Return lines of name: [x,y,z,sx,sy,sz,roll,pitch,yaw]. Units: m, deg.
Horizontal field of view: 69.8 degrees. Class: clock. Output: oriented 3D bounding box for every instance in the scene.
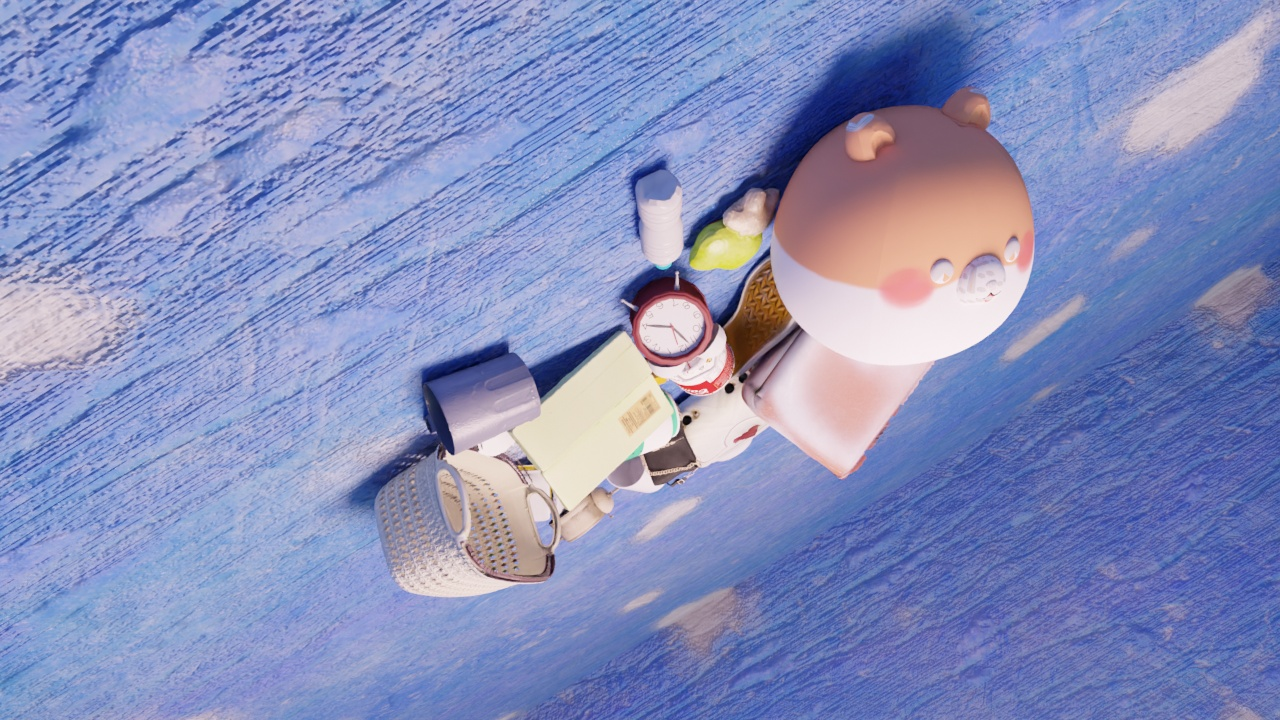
clock: [0.040,-0.036,1.048,0.096,0.048,0.137,-26,115,9]
clock: [-0.083,0.244,1.477,0.141,0.054,0.092,-37,-177,21]

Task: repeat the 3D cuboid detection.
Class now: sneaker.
sneaker: [0.167,-0.058,1.194,0.079,0.087,0.236,-26,160,-40]

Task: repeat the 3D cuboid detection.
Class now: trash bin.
trash bin: [0.260,-0.003,1.186,0.260,0.157,0.181,-56,-177,5]

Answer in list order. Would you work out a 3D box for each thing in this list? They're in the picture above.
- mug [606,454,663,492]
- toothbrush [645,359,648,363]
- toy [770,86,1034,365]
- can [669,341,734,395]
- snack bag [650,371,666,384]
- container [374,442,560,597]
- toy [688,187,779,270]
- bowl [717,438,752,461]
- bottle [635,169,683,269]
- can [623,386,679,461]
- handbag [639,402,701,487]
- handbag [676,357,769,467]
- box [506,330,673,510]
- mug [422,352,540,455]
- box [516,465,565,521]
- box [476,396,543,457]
mug: [0.010,0.158,1.428,0.111,0.073,0.090,-28,158,17]
toothbrush: [-0.007,0.007,1.194,0.166,0.016,0.016,-7,145,-41]
toy: [0.272,-0.133,0.949,0.262,0.265,0.281,-17,130,-16]
can: [0.063,-0.010,1.153,0.087,0.086,0.116,-35,156,8]
snack bag: [0.000,0.024,1.224,0.099,0.026,0.020,-14,145,-30]
container: [-0.215,0.208,1.152,0.143,0.184,0.251,-27,158,12]
toy: [0.106,-0.143,1.000,0.092,0.043,0.118,-5,143,-41]
bowl: [0.151,0.136,1.586,0.114,0.050,0.115,-25,156,-12]
bottle: [0.020,-0.134,0.914,0.044,0.044,0.136,-27,156,-9]
can: [-0.036,0.094,1.238,0.165,0.088,0.088,-18,153,-27]
handbag: [0.038,0.121,1.343,0.079,0.128,0.054,-20,-179,14]
handbag: [0.137,0.073,1.392,0.199,0.096,0.141,-40,154,23]
box: [-0.052,0.072,1.092,0.186,0.138,0.030,-41,-156,-21]
mug: [-0.179,0.048,1.012,0.103,0.084,0.124,-23,179,-23]
box: [-0.139,0.187,1.369,0.128,0.045,0.210,-21,155,-15]
box: [-0.118,0.082,1.122,0.165,0.094,0.084,-29,138,-29]
